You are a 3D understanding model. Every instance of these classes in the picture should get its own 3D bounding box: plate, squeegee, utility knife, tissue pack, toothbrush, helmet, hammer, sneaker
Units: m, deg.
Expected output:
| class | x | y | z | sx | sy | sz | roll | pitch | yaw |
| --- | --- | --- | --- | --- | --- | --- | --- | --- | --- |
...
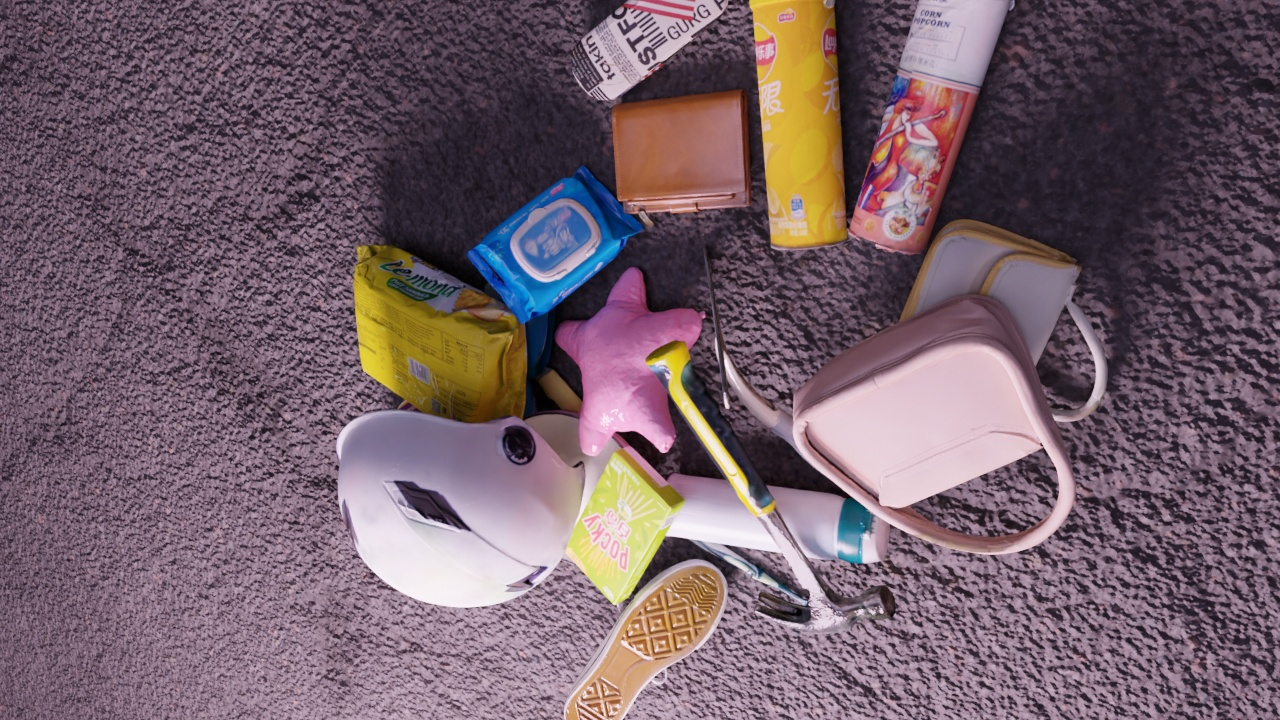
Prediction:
| class | x | y | z | sx | sy | sz | roll | pitch | yaw |
| --- | --- | --- | --- | --- | --- | --- | --- | --- | --- |
| plate | -0.067 | 0.136 | 1.006 | 0.193 | 0.038 | 0.193 | 11 | 117 | 24 |
| squeegee | 0.124 | 0.044 | 0.850 | 0.039 | 0.246 | 0.246 | -33 | 118 | 20 |
| utility knife | -0.146 | -0.009 | 1.015 | 0.034 | 0.018 | 0.166 | -10 | 101 | 14 |
| tissue pack | -0.082 | -0.116 | 0.895 | 0.157 | 0.052 | 0.095 | -39 | 88 | -12 |
| toothbrush | 0.117 | 0.224 | 0.970 | 0.192 | 0.018 | 0.016 | 30 | 116 | 13 |
| helmet | -0.185 | 0.163 | 0.913 | 0.230 | 0.258 | 0.145 | -23 | 51 | 31 |
| hammer | 0.102 | 0.124 | 0.847 | 0.126 | 0.031 | 0.323 | -26 | 104 | 33 |
| utility knife | -0.066 | 0.064 | 1.003 | 0.031 | 0.018 | 0.151 | -40 | 86 | 33 |
| sneaker | 0.003 | 0.308 | 1.013 | 0.118 | 0.087 | 0.241 | 38 | 97 | -4 |

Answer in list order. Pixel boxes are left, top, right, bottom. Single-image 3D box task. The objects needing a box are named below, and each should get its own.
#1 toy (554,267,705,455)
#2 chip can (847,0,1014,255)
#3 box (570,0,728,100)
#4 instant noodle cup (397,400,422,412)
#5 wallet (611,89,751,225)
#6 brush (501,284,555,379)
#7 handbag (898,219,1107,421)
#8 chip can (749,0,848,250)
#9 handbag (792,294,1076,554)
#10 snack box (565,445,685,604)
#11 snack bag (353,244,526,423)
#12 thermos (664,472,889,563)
| class | x | y | z | sx | sy | sz | roll | pitch | yaw |
| --- | --- | --- | --- | --- | --- | --- | --- | --- | --- |
| toy | -0.005 | 0.005 | 0.904 | 0.179 | 0.074 | 0.194 | -32 | 59 | 29 |
| chip can | 0.234 | -0.198 | 0.751 | 0.071 | 0.071 | 0.215 | 20 | 114 | 17 |
| box | 0.005 | -0.298 | 0.829 | 0.165 | 0.064 | 0.074 | -33 | 75 | 29 |
| instant noodle cup | -0.270 | 0.108 | 1.064 | 0.112 | 0.099 | 0.112 | 8 | 111 | 22 |
| wallet | 0.038 | -0.187 | 0.864 | 0.131 | 0.035 | 0.119 | 1 | 105 | 24 |
| brush | -0.115 | -0.045 | 0.954 | 0.055 | 0.073 | 0.144 | 2 | 113 | -17 |
| handbag | 0.314 | -0.019 | 0.782 | 0.179 | 0.063 | 0.164 | 21 | 116 | 13 |
| chip can | 0.138 | -0.206 | 0.793 | 0.072 | 0.071 | 0.213 | 1 | 107 | 24 |
| handbag | 0.262 | 0.076 | 0.769 | 0.194 | 0.093 | 0.234 | -32 | 104 | 34 |
| snack box | -0.019 | 0.171 | 0.944 | 0.086 | 0.026 | 0.157 | 43 | 127 | 23 |
| snack bag | -0.218 | -0.012 | 0.977 | 0.247 | 0.068 | 0.158 | 27 | 128 | 31 |
| thermos | 0.132 | 0.159 | 0.916 | 0.224 | 0.073 | 0.073 | 4 | 108 | 23 |
